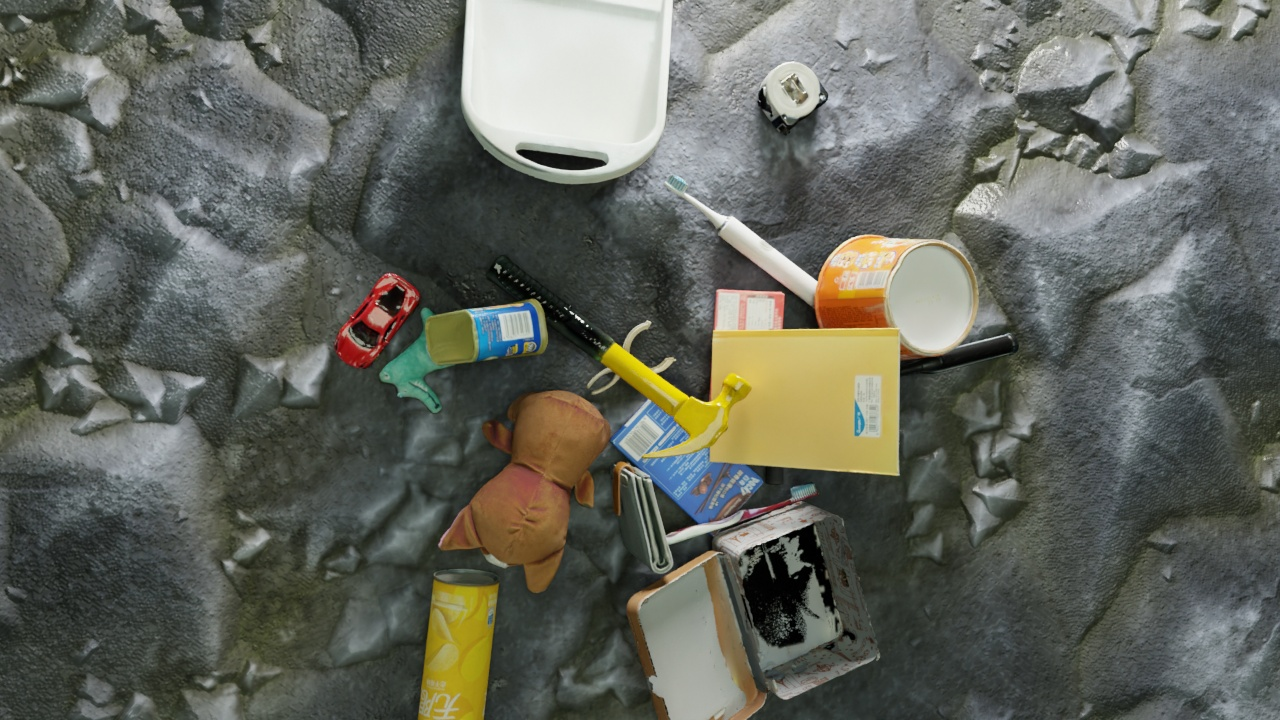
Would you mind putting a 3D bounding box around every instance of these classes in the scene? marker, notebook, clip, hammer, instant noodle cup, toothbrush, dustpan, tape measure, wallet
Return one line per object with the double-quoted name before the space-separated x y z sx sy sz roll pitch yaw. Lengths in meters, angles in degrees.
"marker" 0.150 0.074 1.032 0.022 0.020 0.132 0 90 -20
"notebook" 0.164 0.040 0.943 0.207 0.010 0.146 0 88 33
"clip" -0.003 0.008 1.000 0.096 0.035 0.101 29 90 -7
"hammer" -0.037 -0.010 0.961 0.301 0.033 0.128 38 84 5
"instant noodle cup" 0.281 -0.065 0.992 0.151 0.111 0.151 -1 92 -21
"toothbrush" 0.107 0.167 1.001 0.187 0.016 0.017 -16 88 -9
"dustpan" -0.073 -0.298 0.933 0.222 0.143 0.257 5 91 -10
"tape measure" 0.166 -0.297 1.025 0.065 0.033 0.066 -41 97 -8
"wallet" -0.007 0.158 0.951 0.037 0.130 0.106 -14 92 -13
"toothbrush" 0.117 -0.133 1.022 0.221 0.026 0.026 36 120 -7
"toothbrush" 0.336 0.002 1.043 0.212 0.027 0.026 -13 83 -17

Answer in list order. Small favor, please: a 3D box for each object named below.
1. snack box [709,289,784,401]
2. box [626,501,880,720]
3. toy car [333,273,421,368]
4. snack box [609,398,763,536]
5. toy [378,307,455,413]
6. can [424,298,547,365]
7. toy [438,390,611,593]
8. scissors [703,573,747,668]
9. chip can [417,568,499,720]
"snack box" 0.116 -0.001 1.014 0.075 0.025 0.153 3 90 6
"box" 0.111 0.276 0.964 0.260 0.103 0.178 -19 98 -17
"toy car" -0.276 -0.040 0.957 0.049 0.031 0.106 38 87 -7
"snack box" 0.051 0.111 1.012 0.157 0.026 0.084 44 85 -8
"toy" -0.228 0.006 0.966 0.092 0.030 0.096 -38 104 -2
"can" -0.157 -0.027 0.926 0.083 0.102 0.057 -10 93 -40
"toy" -0.112 0.127 0.944 0.140 0.131 0.199 23 65 -7
"scissors" 0.101 0.317 1.027 0.129 0.019 0.185 40 86 -8
"chip can" -0.192 0.329 0.954 0.072 0.072 0.213 6 88 -9
